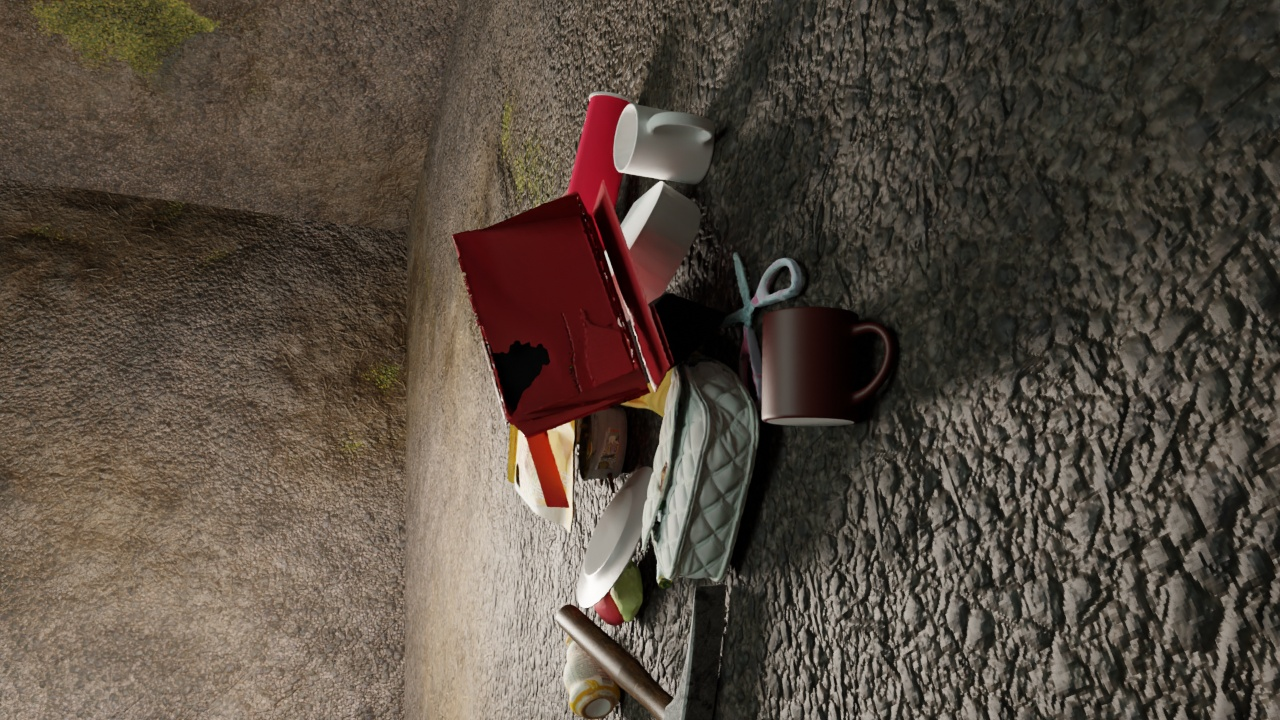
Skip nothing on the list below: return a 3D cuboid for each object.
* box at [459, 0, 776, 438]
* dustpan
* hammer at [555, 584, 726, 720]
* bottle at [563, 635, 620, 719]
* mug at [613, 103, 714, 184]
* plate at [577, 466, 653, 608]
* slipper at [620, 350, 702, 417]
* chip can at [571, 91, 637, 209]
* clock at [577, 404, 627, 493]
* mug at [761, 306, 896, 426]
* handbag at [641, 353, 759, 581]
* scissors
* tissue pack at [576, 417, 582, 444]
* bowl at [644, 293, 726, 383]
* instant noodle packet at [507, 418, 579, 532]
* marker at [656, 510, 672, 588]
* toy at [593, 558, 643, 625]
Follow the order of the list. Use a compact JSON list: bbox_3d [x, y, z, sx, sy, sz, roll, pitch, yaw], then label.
[{"bbox_3d":[-0.038,-0.106,0.772,0.376,0.148,0.212,-54,48,52],"label":"box"},{"bbox_3d":[-0.009,-0.109,1.066,0.191,0.053,0.258,-59,10,-5],"label":"dustpan"},{"bbox_3d":[-0.013,0.299,0.997,0.301,0.037,0.218,18,102,59],"label":"hammer"},{"bbox_3d":[-0.065,0.386,1.137,0.108,0.063,0.063,-115,36,-52],"label":"bottle"},{"bbox_3d":[0.032,-0.241,0.996,0.111,0.090,0.073,157,116,-67],"label":"mug"},{"bbox_3d":[-0.034,0.202,1.072,0.179,0.012,0.178,-57,14,21],"label":"plate"},{"bbox_3d":[-0.006,0.006,1.058,0.263,0.078,0.099,-152,69,-65],"label":"slipper"},{"bbox_3d":[-0.059,-0.237,1.216,0.069,0.069,0.220,-177,100,-69],"label":"chip can"},{"bbox_3d":[-0.049,0.090,1.172,0.104,0.056,0.148,179,98,-77],"label":"clock"},{"bbox_3d":[0.143,0.005,0.696,0.106,0.073,0.082,-5,79,39],"label":"mug"},{"bbox_3d":[0.049,0.104,0.878,0.138,0.072,0.195,-113,31,-64],"label":"handbag"},{"bbox_3d":[0.110,-0.043,0.856,0.176,0.013,0.170,121,150,-54],"label":"scissors"},{"bbox_3d":[-0.112,0.053,1.342,0.181,0.071,0.104,-135,54,-59],"label":"tissue pack"},{"bbox_3d":[0.019,-0.030,0.911,0.052,0.123,0.124,52,160,-9],"label":"bowl"},{"bbox_3d":[-0.110,0.105,1.156,0.222,0.084,0.163,-151,66,-71],"label":"instant noodle packet"},{"bbox_3d":[0.026,0.180,0.967,0.146,0.017,0.017,-89,15,-56],"label":"marker"},{"bbox_3d":[-0.034,0.273,1.109,0.135,0.045,0.091,-28,66,60],"label":"toy"}]
